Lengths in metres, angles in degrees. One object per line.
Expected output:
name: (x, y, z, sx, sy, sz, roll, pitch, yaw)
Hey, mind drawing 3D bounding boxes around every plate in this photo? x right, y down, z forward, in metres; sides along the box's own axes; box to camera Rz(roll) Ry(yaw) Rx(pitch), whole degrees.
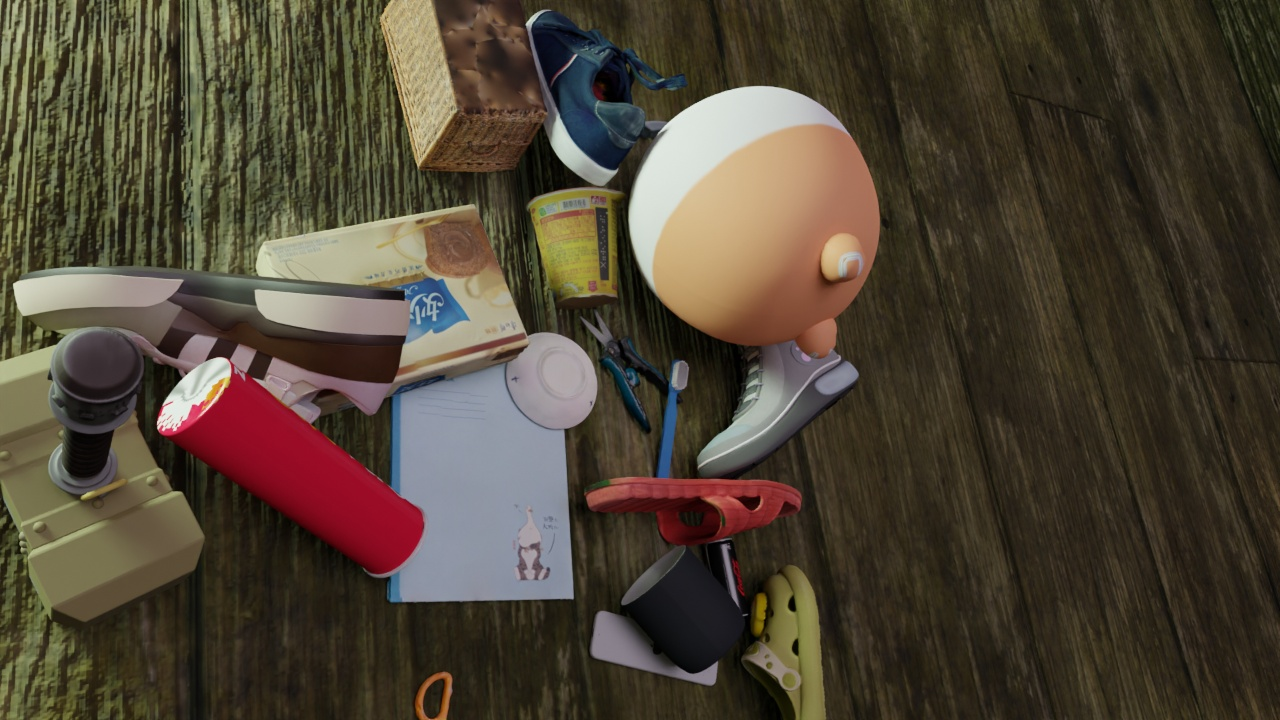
plate: (-0.084, 0.017, 0.933, 0.104, 0.026, 0.104, 14, 64, -30)

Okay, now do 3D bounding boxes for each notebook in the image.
notebook: (-0.151, 0.101, 0.876, 0.180, 0.009, 0.253, 7, 67, -31)

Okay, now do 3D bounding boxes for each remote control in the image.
remote control: (0.016, 0.286, 0.910, 0.146, 0.008, 0.045, 22, 61, -24)

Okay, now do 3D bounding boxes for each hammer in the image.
hammer: (-0.345, 0.051, 0.572, 0.100, 0.326, 0.190, -26, 86, -37)

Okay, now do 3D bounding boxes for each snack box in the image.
snack box: (-0.225, -0.051, 0.850, 0.207, 0.055, 0.153, -17, 79, -31)

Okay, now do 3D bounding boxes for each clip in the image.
clip: (0.049, -0.248, 1.136, 0.168, 0.031, 0.164, -41, 97, -38)

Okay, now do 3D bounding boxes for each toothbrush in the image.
toothbrush: (0.032, 0.078, 0.987, 0.016, 0.014, 0.166, 20, 69, -34)

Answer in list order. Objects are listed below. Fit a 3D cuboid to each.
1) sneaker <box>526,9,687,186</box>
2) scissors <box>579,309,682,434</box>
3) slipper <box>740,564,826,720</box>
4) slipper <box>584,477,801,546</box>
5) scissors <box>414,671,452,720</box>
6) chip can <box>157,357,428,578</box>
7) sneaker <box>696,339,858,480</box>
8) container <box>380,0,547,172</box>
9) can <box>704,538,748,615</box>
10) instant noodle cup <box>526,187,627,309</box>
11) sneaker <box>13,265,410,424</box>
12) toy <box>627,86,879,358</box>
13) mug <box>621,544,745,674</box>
sneaker: (-0.046, -0.320, 0.998, 0.120, 0.127, 0.294, 25, 33, -37)
scissors: (-0.007, 0.013, 0.998, 0.118, 0.019, 0.151, 2, 71, -33)
slipper: (0.143, 0.310, 0.948, 0.081, 0.092, 0.190, -3, 66, -1)
slipper: (0.057, 0.157, 0.929, 0.248, 0.104, 0.059, 8, 67, -31)
scissors: (-0.163, 0.330, 0.775, 0.131, 0.011, 0.125, 17, 62, -26)
chip can: (-0.261, 0.089, 0.713, 0.220, 0.069, 0.069, 52, 47, -41)
sneaker: (0.127, 0.024, 1.047, 0.255, 0.093, 0.160, -30, 80, -36)
container: (-0.182, -0.306, 0.956, 0.113, 0.113, 0.198, -8, 77, -35)
can: (0.090, 0.230, 0.966, 0.031, 0.032, 0.080, -1, 72, -33)
instant noodle cup: (-0.066, -0.115, 0.974, 0.100, 0.101, 0.112, -3, 84, -34)
sneaker: (-0.334, -0.010, 0.726, 0.293, 0.111, 0.116, 4, 96, -7)
toy: (0.129, -0.143, 0.971, 0.265, 0.263, 0.280, -21, 56, -20)
mug: (0.047, 0.239, 0.904, 0.094, 0.085, 0.121, 49, 16, 0)
